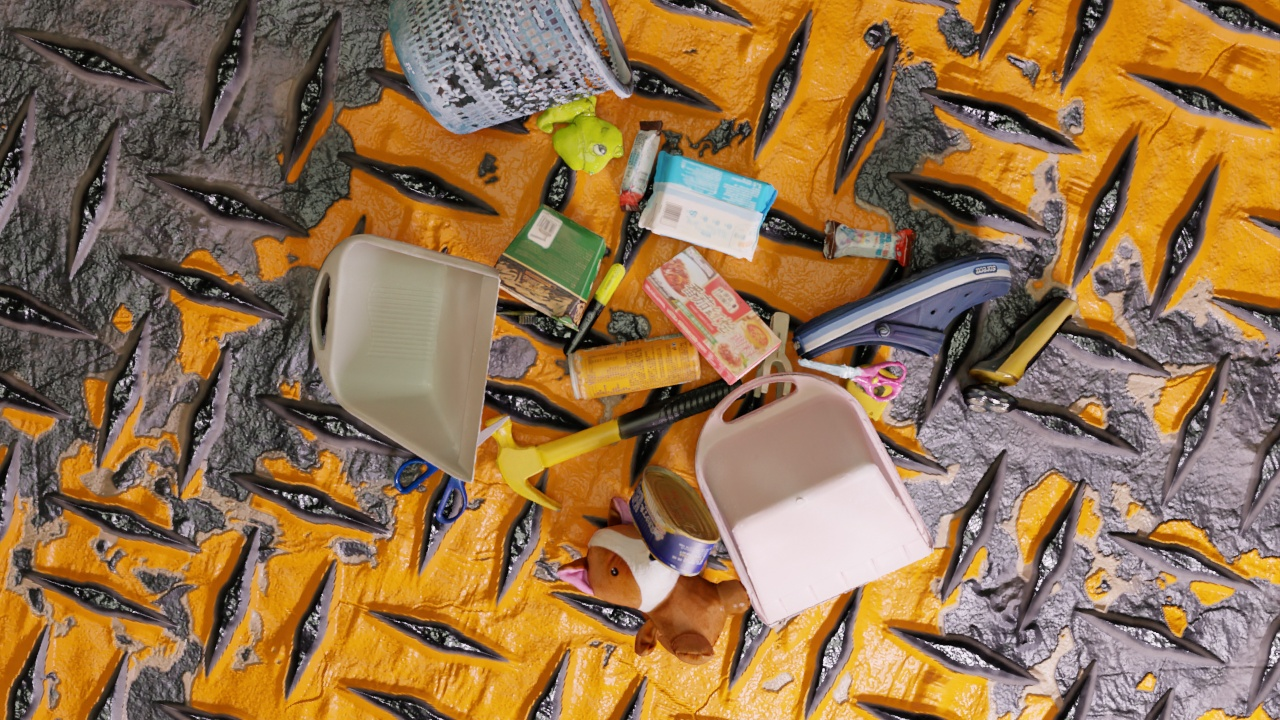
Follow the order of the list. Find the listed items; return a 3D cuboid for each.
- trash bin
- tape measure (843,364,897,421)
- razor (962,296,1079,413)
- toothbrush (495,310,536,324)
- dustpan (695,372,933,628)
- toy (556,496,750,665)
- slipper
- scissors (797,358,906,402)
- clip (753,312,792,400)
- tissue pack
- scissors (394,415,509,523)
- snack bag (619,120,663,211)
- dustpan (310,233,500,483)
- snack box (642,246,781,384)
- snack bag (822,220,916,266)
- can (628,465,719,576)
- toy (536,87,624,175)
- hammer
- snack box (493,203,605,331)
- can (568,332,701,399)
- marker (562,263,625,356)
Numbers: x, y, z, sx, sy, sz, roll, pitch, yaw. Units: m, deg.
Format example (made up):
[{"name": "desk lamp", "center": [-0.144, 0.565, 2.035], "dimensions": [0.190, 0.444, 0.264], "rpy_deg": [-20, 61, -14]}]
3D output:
[{"name": "trash bin", "center": [-0.141, -0.342, 0.953], "dimensions": [0.195, 0.226, 0.226], "rpy_deg": [-21, 95, 15]}, {"name": "tape measure", "center": [0.265, 0.033, 1.063], "dimensions": [0.057, 0.029, 0.060], "rpy_deg": [29, 94, -2]}, {"name": "razor", "center": [0.437, -0.006, 1.048], "dimensions": [0.167, 0.062, 0.067], "rpy_deg": [-47, 61, -1]}, {"name": "toothbrush", "center": [-0.213, -0.049, 1.066], "dimensions": [0.186, 0.012, 0.017], "rpy_deg": [-1, 106, 0]}, {"name": "dustpan", "center": [0.189, 0.149, 1.052], "dimensions": [0.222, 0.138, 0.273], "rpy_deg": [-24, 133, 5]}, {"name": "toy", "center": [0.016, 0.254, 1.042], "dimensions": [0.199, 0.131, 0.139], "rpy_deg": [39, 56, 7]}, {"name": "slipper", "center": [0.296, -0.045, 1.016], "dimensions": [0.253, 0.105, 0.095], "rpy_deg": [-20, 88, 4]}, {"name": "scissors", "center": [0.235, 0.014, 1.021], "dimensions": [0.133, 0.017, 0.054], "rpy_deg": [12, 117, -15]}, {"name": "clip", "center": [0.156, 0.001, 1.043], "dimensions": [0.035, 0.094, 0.102], "rpy_deg": [10, 106, -1]}, {"name": "tissue pack", "center": [0.075, -0.172, 1.027], "dimensions": [0.140, 0.063, 0.090], "rpy_deg": [17, 96, 1]}, {"name": "scissors", "center": [-0.222, 0.113, 1.065], "dimensions": [0.155, 0.012, 0.166], "rpy_deg": [4, 106, 8]}, {"name": "snack bag", "center": [-0.001, -0.219, 1.035], "dimensions": [0.026, 0.048, 0.104], "rpy_deg": [15, 92, -34]}, {"name": "dustpan", "center": [-0.263, -0.020, 0.970], "dimensions": [0.142, 0.258, 0.223], "rpy_deg": [3, 107, -25]}, {"name": "snack box", "center": [0.079, -0.052, 1.024], "dimensions": [0.075, 0.026, 0.153], "rpy_deg": [-36, 78, -24]}, {"name": "snack bag", "center": [0.261, -0.134, 1.049], "dimensions": [0.105, 0.026, 0.045], "rpy_deg": [6, 98, 2]}, {"name": "can", "center": [0.035, 0.175, 1.019], "dimensions": [0.074, 0.148, 0.049], "rpy_deg": [18, 108, -25]}, {"name": "toy", "center": [-0.069, -0.258, 1.037], "dimensions": [0.097, 0.031, 0.100], "rpy_deg": [-5, 92, 4]}, {"name": "hammer", "center": [-0.023, 0.080, 1.067], "dimensions": [0.301, 0.033, 0.129], "rpy_deg": [-20, 95, 2]}, {"name": "snack box", "center": [-0.097, -0.106, 1.010], "dimensions": [0.118, 0.117, 0.105], "rpy_deg": [28, 91, -1]}, {"name": "can", "center": [-0.006, 0.006, 1.047], "dimensions": [0.146, 0.058, 0.058], "rpy_deg": [-10, 95, 1]}, {"name": "marker", "center": [-0.054, -0.058, 1.063], "dimensions": [0.018, 0.015, 0.124], "rpy_deg": [32, 96, 3]}]
